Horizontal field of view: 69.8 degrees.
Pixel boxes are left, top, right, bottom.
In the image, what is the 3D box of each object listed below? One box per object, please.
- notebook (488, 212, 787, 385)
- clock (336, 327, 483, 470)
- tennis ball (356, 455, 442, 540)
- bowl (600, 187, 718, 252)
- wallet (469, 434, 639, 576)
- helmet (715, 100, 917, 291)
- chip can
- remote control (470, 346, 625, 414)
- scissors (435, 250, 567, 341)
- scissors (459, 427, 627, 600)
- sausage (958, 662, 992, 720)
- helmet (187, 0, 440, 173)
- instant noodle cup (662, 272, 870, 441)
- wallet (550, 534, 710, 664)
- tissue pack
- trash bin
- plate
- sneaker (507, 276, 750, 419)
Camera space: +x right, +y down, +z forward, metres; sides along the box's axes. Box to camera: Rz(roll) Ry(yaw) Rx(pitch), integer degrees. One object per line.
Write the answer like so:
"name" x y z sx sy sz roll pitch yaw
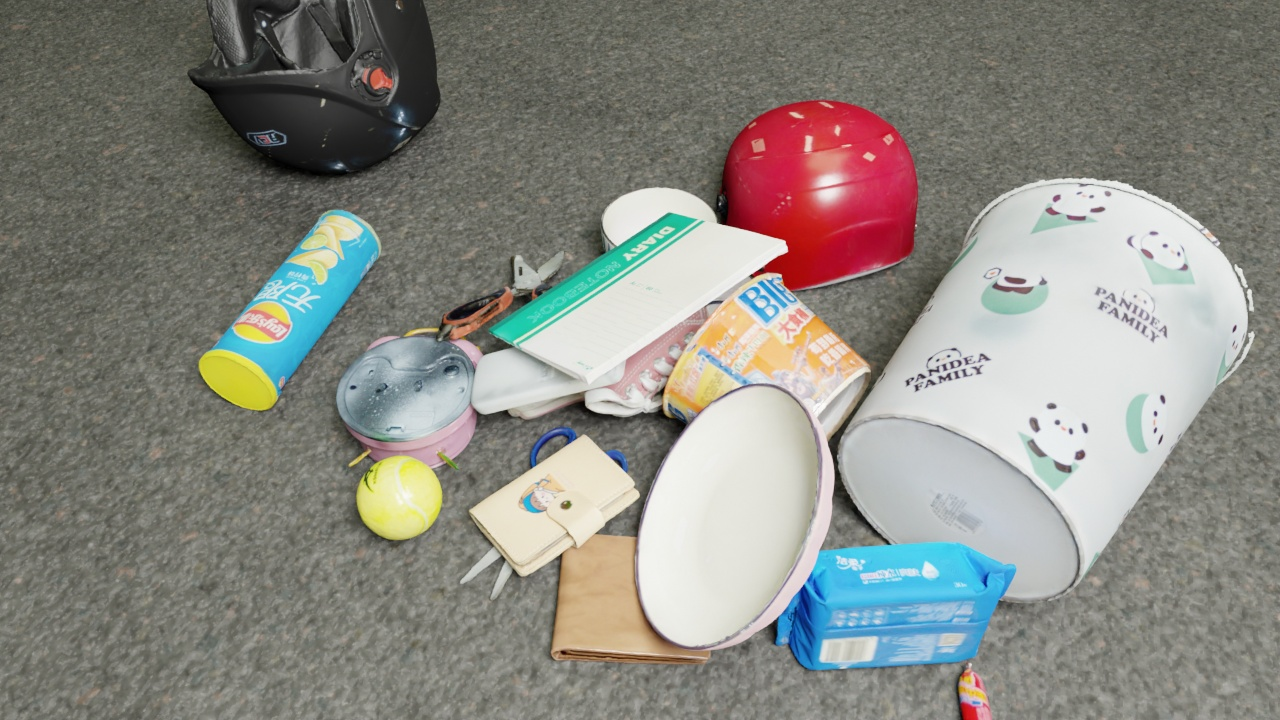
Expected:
"notebook" -0.004 -0.058 0.750 0.208 0.012 0.150 -35 35 -24
"clock" -0.195 0.026 0.802 0.117 0.060 0.158 1 49 3
"tennis ball" -0.189 0.108 0.721 0.065 0.066 0.065 0 47 0
"bowl" 0.018 -0.115 0.925 0.116 0.066 0.116 1 47 -1
"wallet" -0.066 0.113 0.723 0.115 0.024 0.087 -32 48 -23
"helmet" 0.181 -0.198 0.953 0.206 0.144 0.239 -15 48 -10
"chip can" -0.323 -0.053 0.866 0.071 0.071 0.209 12 48 11
"remote control" -0.074 0.007 0.741 0.136 0.020 0.055 -14 49 20
"scissors" -0.112 -0.062 0.857 0.189 0.015 0.223 14 34 43
"scissors" -0.072 0.123 0.743 0.144 0.012 0.169 -1 48 0
"sausage" 0.228 0.271 0.598 0.020 0.020 0.155 1 47 1
"helmet" -0.345 -0.316 1.004 0.234 0.230 0.273 8 45 27
"instant noodle cup" 0.108 0.020 0.752 0.111 0.152 0.151 40 58 21
"wallet" -0.006 0.177 0.688 0.115 0.020 0.101 4 46 0
"tissue pack" 0.174 0.170 0.641 0.157 0.095 0.052 -2 41 -2
"trash bin" 0.293 0.027 0.697 0.230 0.230 0.251 31 60 26
"plate" 0.068 0.110 0.642 0.039 0.193 0.192 27 40 -27
"sneaker" -0.005 0.005 0.787 0.241 0.118 0.087 -24 68 4
